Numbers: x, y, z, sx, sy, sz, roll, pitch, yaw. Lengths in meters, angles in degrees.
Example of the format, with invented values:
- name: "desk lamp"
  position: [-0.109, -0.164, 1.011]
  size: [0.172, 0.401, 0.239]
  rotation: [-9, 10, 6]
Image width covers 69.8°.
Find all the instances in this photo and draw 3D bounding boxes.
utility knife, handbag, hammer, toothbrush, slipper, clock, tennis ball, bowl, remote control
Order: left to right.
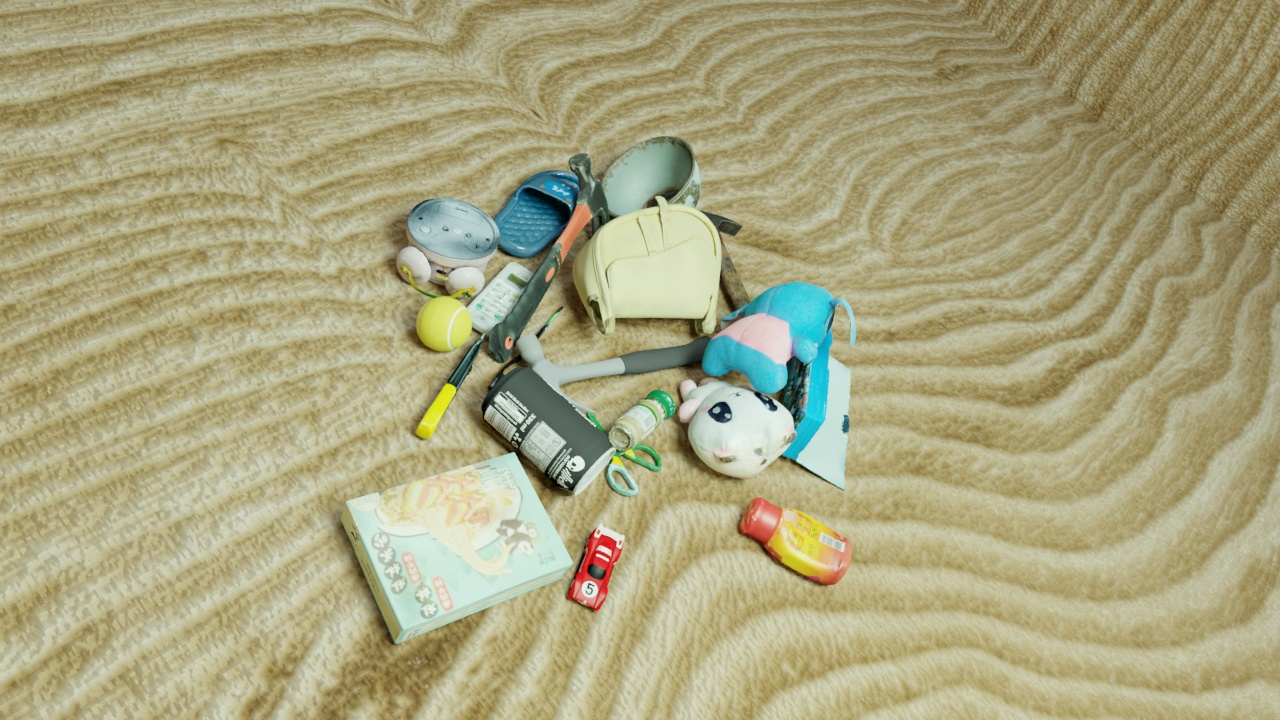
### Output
- name: "tennis ball"
  position: [-0.234, -0.043, 1.091]
  size: [0.065, 0.065, 0.065]
  rotation: [15, 46, -17]
- name: "clock"
  position: [-0.246, -0.137, 1.170]
  size: [0.116, 0.059, 0.157]
  rotation: [15, 45, -11]
- name: "utility knife"
  position: [-0.216, 0.026, 1.067]
  size: [0.020, 0.029, 0.173]
  rotation: [30, 44, -8]
- name: "remote control"
  position: [-0.179, -0.079, 1.185]
  size: [0.050, 0.022, 0.133]
  rotation: [32, 43, 1]
- name: "toothbrush"
  position: [-0.139, -0.016, 1.158]
  size: [0.017, 0.014, 0.187]
  rotation: [43, 43, -7]
- name: "slipper"
  position: [-0.141, -0.219, 1.308]
  size: [0.104, 0.059, 0.213]
  rotation: [33, 45, 5]
- name: "hammer"
  position: [-0.119, -0.127, 1.216]
  size: [0.033, 0.133, 0.332]
  rotation: [3, 46, 27]
- name: "hammer"
  position: [-0.007, 0.007, 1.192]
  size: [0.310, 0.030, 0.125]
  rotation: [-9, 59, -39]
- name: "handbag"
  position: [0.016, -0.124, 1.248]
  size: [0.232, 0.089, 0.190]
  rotation: [-3, 65, -37]
- name: "bowl"
  position: [0.027, -0.247, 1.384]
  size: [0.094, 0.160, 0.159]
  rotation: [50, 25, -46]
- name: "hammer"
  position: [0.153, -0.097, 1.377]
  size: [0.119, 0.033, 0.329]
  rotation: [6, 51, -34]

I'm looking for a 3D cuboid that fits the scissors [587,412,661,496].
- name: "scissors"
  position: [-0.037, 0.114, 1.100]
  size: [0.131, 0.012, 0.112]
  rotation: [25, 41, -6]

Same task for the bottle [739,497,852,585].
- name: "bottle"
  position: [0.186, 0.214, 1.106]
  size: [0.134, 0.049, 0.071]
  rotation: [30, 43, -2]

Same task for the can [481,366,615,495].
- name: "can"
  position: [-0.105, 0.079, 1.042]
  size: [0.146, 0.080, 0.080]
  rotation: [41, 44, 9]

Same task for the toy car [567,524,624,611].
- name: "toy car"
  position: [-0.047, 0.223, 0.986]
  size: [0.038, 0.025, 0.089]
  rotation: [27, 44, -5]

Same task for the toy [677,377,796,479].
- name: "toy"
  position: [0.113, 0.075, 1.166]
  size: [0.138, 0.102, 0.179]
  rotation: [-13, 39, -22]

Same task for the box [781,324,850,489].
- name: "box"
  position: [0.261, 0.041, 1.265]
  size: [0.113, 0.114, 0.242]
  rotation: [21, 45, -4]

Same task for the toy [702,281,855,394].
- name: "toy"
  position: [0.165, -0.035, 1.202]
  size: [0.190, 0.224, 0.099]
  rotation: [-40, 121, -33]

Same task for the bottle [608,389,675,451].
- name: "bottle"
  position: [0.002, 0.074, 1.125]
  size: [0.042, 0.043, 0.109]
  rotation: [41, 36, 10]

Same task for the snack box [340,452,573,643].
- name: "snack box"
  position: [-0.184, 0.184, 0.931]
  size: [0.193, 0.044, 0.141]
  rotation: [-13, 61, -38]
